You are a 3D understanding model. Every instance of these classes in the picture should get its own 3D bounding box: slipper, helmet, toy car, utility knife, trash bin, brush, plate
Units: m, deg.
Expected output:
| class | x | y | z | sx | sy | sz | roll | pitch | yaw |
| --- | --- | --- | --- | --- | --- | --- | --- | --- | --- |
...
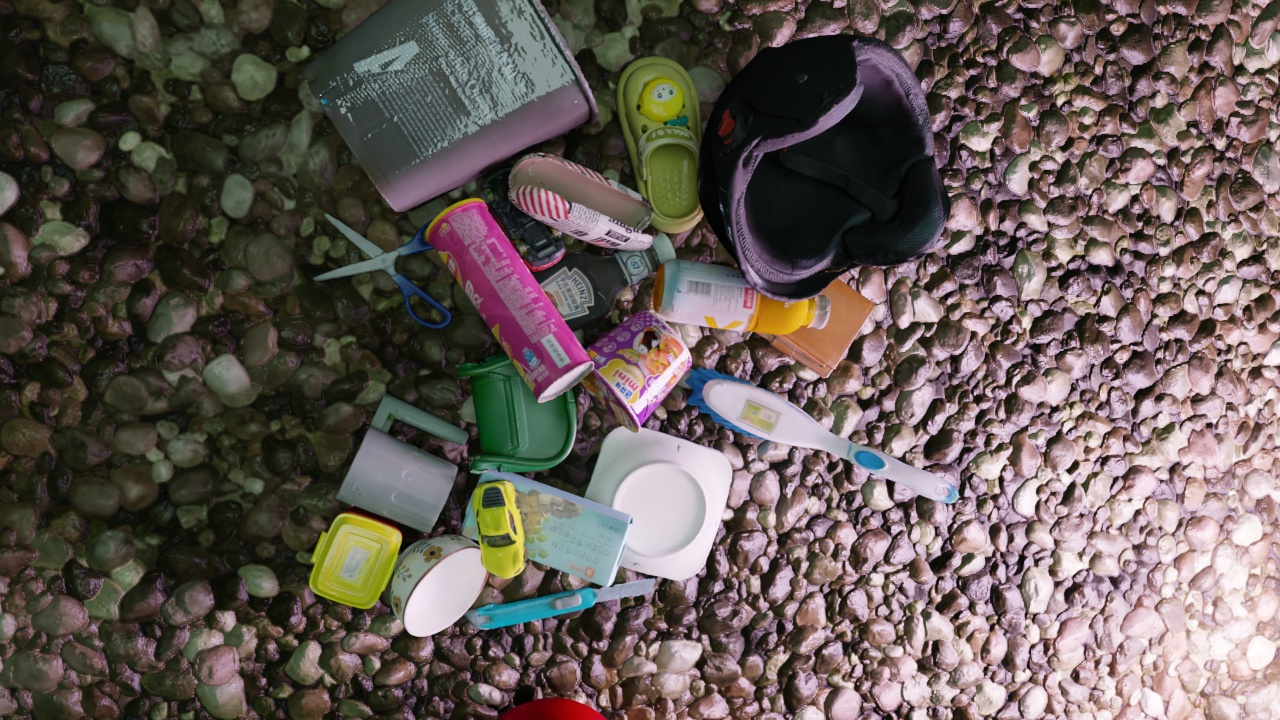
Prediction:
| class | x | y | z | sx | sy | sz | roll | pitch | yaw |
| --- | --- | --- | --- | --- | --- | --- | --- | --- | --- |
| slipper | 0.033 | -0.233 | 0.987 | 0.091 | 0.081 | 0.190 | -12 | 100 | -12 |
| helmet | -0.110 | 0.472 | 1.004 | 0.240 | 0.143 | 0.207 | -36 | 101 | 9 |
| toy car | -0.148 | 0.178 | 0.960 | 0.048 | 0.032 | 0.105 | -9 | 93 | 4 |
| helmet | 0.169 | -0.200 | 0.941 | 0.274 | 0.230 | 0.233 | -50 | 127 | 0 |
| toy car | -0.126 | -0.149 | 0.976 | 0.053 | 0.045 | 0.120 | -28 | 78 | -14 |
| utility knife | -0.090 | 0.276 | 1.049 | 0.221 | 0.013 | 0.029 | -10 | 97 | -9 |
| trash bin | -0.182 | -0.267 | 0.893 | 0.220 | 0.198 | 0.199 | -32 | 100 | 0 |
| brush | 0.201 | 0.089 | 1.035 | 0.314 | 0.109 | 0.060 | 24 | 88 | -12 |
| plate | 0.019 | 0.166 | 1.048 | 0.164 | 0.034 | 0.163 | 17 | 93 | -11 |

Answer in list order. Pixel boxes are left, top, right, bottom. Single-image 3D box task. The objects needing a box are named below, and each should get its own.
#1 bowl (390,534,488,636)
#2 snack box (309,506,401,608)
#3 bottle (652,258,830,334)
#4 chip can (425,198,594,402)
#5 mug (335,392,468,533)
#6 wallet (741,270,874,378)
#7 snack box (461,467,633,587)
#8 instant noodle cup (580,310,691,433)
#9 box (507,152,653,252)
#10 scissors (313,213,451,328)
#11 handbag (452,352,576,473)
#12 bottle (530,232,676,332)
| class | x | y | z | sx | sy | sz | roll | pitch | yaw |
| --- | --- | --- | --- | --- | --- | --- | --- | --- | --- |
| bowl | -0.224 | 0.232 | 0.987 | 0.062 | 0.113 | 0.113 | 33 | 89 | 32 |
| snack box | -0.299 | 0.202 | 0.970 | 0.082 | 0.080 | 0.091 | 23 | 91 | -13 |
| bottle | 0.110 | -0.065 | 0.995 | 0.189 | 0.068 | 0.068 | 8 | 94 | -8 |
| chip can | -0.133 | -0.061 | 0.932 | 0.071 | 0.071 | 0.210 | -34 | 81 | -6 |
| mug | -0.250 | 0.110 | 0.977 | 0.103 | 0.084 | 0.123 | 26 | 66 | -13 |
| wallet | 0.187 | -0.051 | 1.055 | 0.130 | 0.035 | 0.119 | 33 | 91 | -8 |
| snack box | -0.100 | 0.180 | 1.000 | 0.175 | 0.051 | 0.074 | 19 | 91 | 3 |
| instant noodle cup | -0.006 | 0.006 | 0.994 | 0.099 | 0.112 | 0.111 | -42 | 101 | -12 |
| box | -0.060 | -0.144 | 0.934 | 0.163 | 0.075 | 0.081 | 18 | 50 | -35 |
| scissors | -0.258 | -0.104 | 0.981 | 0.162 | 0.012 | 0.176 | -37 | 100 | -4 |
| handbag | -0.132 | 0.054 | 0.977 | 0.120 | 0.068 | 0.131 | -9 | 88 | -18 |
| bottle | -0.054 | -0.084 | 1.004 | 0.194 | 0.044 | 0.080 | -26 | 91 | -8 |
